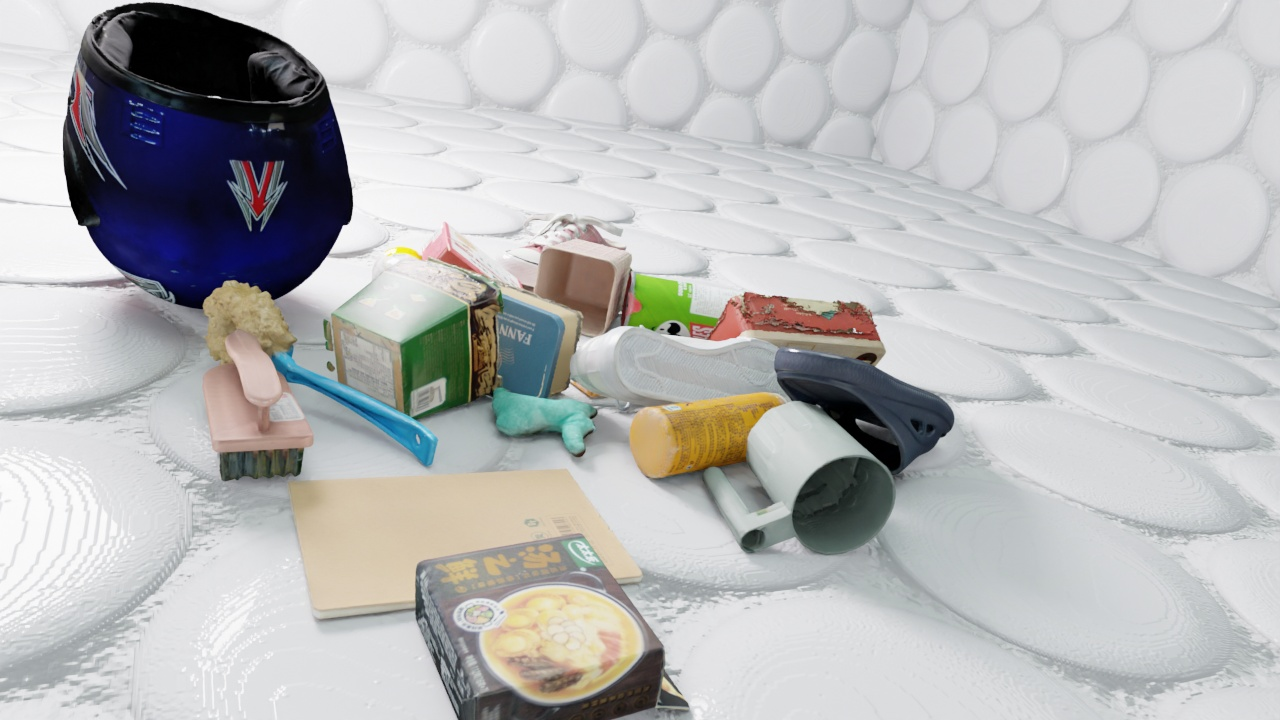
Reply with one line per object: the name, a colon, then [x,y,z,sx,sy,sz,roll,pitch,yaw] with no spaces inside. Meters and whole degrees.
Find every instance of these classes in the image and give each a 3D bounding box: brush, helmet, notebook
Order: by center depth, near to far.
notebook: [-0.120,0.114,0.616,0.207,0.008,0.148,0,23,-27]
brush: [-0.282,0.028,0.667,0.063,0.073,0.145,-2,23,-29]
brush: [-0.259,0.013,0.735,0.255,0.083,0.045,28,23,20]
helmet: [-0.424,-0.185,0.895,0.246,0.241,0.315,-7,38,-38]

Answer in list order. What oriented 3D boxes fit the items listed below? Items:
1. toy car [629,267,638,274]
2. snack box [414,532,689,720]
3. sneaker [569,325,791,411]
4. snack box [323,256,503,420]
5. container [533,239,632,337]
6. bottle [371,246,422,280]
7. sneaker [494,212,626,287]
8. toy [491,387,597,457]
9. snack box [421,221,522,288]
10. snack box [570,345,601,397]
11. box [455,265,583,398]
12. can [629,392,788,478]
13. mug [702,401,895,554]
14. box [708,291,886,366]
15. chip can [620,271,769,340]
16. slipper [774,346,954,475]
toy car: [0.008,-0.082,1.145,0.158,0.042,0.070,18,22,19]
snack box: [-0.049,0.151,0.507,0.125,0.053,0.113,-6,26,-27]
sneaker: [0.041,0.018,0.859,0.241,0.089,0.091,9,-12,-38]
snack box: [-0.193,-0.011,0.780,0.118,0.118,0.105,21,35,25]
container: [-0.063,-0.090,1.067,0.090,0.090,0.110,15,18,8]
bottle: [-0.253,-0.080,0.973,0.063,0.063,0.108,5,22,-17]
sneaker: [-0.098,-0.151,1.204,0.118,0.088,0.240,24,23,30]
toy: [-0.078,0.050,0.775,0.092,0.030,0.096,3,29,-15]
snack box: [-0.176,-0.084,0.979,0.113,0.044,0.127,39,8,-24]
snack box: [-0.006,0.005,0.932,0.153,0.026,0.075,-5,25,-37]
box: [-0.135,-0.026,0.860,0.184,0.090,0.059,19,16,24]
can: [0.063,0.061,0.777,0.145,0.058,0.058,-5,26,-37]
mug: [0.117,0.094,0.710,0.124,0.084,0.103,-18,26,-7]
box: [0.164,-0.025,0.974,0.168,0.092,0.080,4,51,-19]
chip can: [0.098,-0.049,1.062,0.236,0.072,0.072,9,21,-6]
slipper: [0.195,0.054,0.825,0.111,0.083,0.268,10,-8,37]
